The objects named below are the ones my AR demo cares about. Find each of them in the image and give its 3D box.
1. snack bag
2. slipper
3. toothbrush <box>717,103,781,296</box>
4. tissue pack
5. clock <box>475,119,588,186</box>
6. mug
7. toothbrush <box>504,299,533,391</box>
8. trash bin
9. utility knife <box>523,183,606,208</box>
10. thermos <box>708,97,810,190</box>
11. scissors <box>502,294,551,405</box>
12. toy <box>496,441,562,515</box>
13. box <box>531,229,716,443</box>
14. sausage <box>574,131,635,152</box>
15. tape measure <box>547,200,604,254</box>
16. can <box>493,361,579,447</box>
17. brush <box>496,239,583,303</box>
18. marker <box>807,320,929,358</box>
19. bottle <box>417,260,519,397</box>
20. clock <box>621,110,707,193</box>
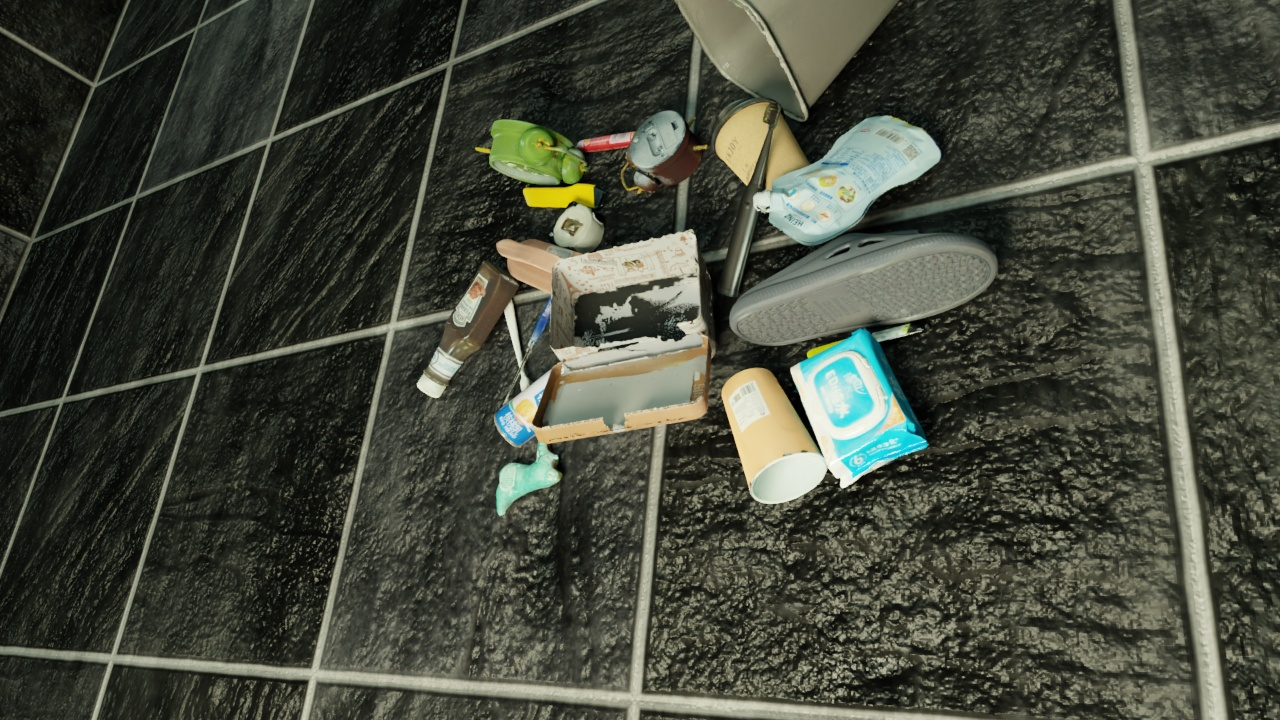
[{"bbox_3d":[0.211,-0.187,0.949,0.190,0.039,0.110,-36,58,-17],"label":"snack bag"},{"bbox_3d":[0.209,-0.087,0.908,0.269,0.110,0.083,-16,56,33],"label":"slipper"},{"bbox_3d":[0.120,-0.172,0.997,0.026,0.027,0.213,35,121,45],"label":"toothbrush"},{"bbox_3d":[0.206,0.044,0.873,0.090,0.063,0.140,-31,53,20],"label":"tissue pack"},{"bbox_3d":[-0.140,-0.281,1.251,0.161,0.116,0.056,11,86,42],"label":"clock"},{"bbox_3d":[0.126,0.070,0.913,0.078,0.078,0.122,-35,48,17],"label":"mug"},{"bbox_3d":[-0.161,-0.024,1.206,0.016,0.016,0.180,-35,50,20],"label":"toothbrush"},{"bbox_3d":[0.179,-0.436,1.051,0.220,0.198,0.199,-45,49,2],"label":"trash bin"},{"bbox_3d":[-0.105,-0.226,1.258,0.155,0.015,0.033,9,105,38],"label":"utility knife"},{"bbox_3d":[0.144,-0.227,1.039,0.093,0.093,0.143,-37,59,16],"label":"thermos"},{"bbox_3d":[-0.131,-0.024,1.126,0.162,0.012,0.176,-81,18,-65],"label":"scissors"},{"bbox_3d":[-0.132,0.134,1.098,0.092,0.030,0.096,-18,51,23],"label":"toy"},{"bbox_3d":[-0.012,-0.015,0.988,0.178,0.106,0.271,-11,42,13],"label":"box"},{"bbox_3d":[-0.028,-0.297,1.239,0.156,0.020,0.020,3,70,37],"label":"sausage"},{"bbox_3d":[-0.081,-0.171,1.206,0.066,0.033,0.065,29,88,41],"label":"tape measure"},{"bbox_3d":[-0.111,0.046,1.107,0.135,0.053,0.053,-37,51,16],"label":"can"},{"bbox_3d":[-0.127,-0.125,1.191,0.146,0.073,0.063,25,84,43],"label":"brush"},{"bbox_3d":[0.228,-0.018,0.921,0.124,0.015,0.018,-17,43,26],"label":"marker"},{"bbox_3d":[-0.238,-0.039,1.241,0.195,0.044,0.080,-57,38,6],"label":"bottle"},{"bbox_3d":[0.023,-0.260,1.160,0.122,0.055,0.082,-31,54,21],"label":"clock"}]
